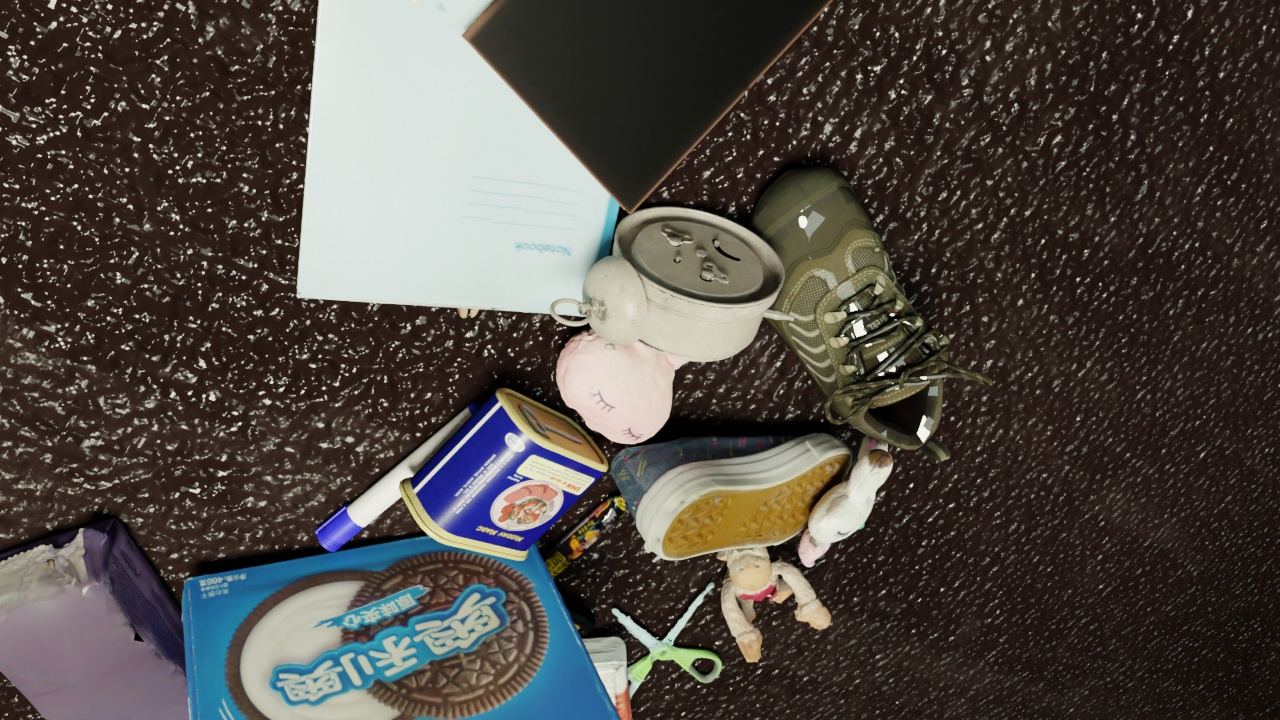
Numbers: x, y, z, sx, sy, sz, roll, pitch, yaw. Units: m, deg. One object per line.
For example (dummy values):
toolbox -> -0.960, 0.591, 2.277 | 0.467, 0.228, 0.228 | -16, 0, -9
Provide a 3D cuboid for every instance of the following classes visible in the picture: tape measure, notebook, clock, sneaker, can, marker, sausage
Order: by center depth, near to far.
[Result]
notebook -> -0.081, -0.145, 0.494 | 0.180, 0.009, 0.254 | 2, 116, -25
notebook -> 0.024, -0.201, 0.499 | 0.209, 0.008, 0.141 | -46, 129, 2
clock -> 0.013, -0.038, 0.549 | 0.156, 0.103, 0.061 | -16, 138, -35
can -> -0.087, 0.077, 0.616 | 0.092, 0.056, 0.116 | -45, 147, 8
sneaker -> 0.153, -0.009, 0.619 | 0.101, 0.143, 0.238 | -34, 129, 1
marker -> -0.162, 0.079, 0.623 | 0.141, 0.020, 0.020 | -39, 129, 6
sneaker -> 0.070, 0.090, 0.695 | 0.235, 0.079, 0.088 | -4, 123, -46
sausage -> -0.066, 0.155, 0.717 | 0.155, 0.020, 0.020 | -42, 129, 8
tape measure -> -0.076, 0.215, 0.744 | 0.061, 0.034, 0.061 | -42, 128, 10

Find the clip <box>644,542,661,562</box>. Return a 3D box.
clip -> 0.044, 0.120, 0.746 | 0.101, 0.045, 0.056 | -28, 136, -5

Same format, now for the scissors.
scissors -> 0.016, 0.266, 0.832 | 0.172, 0.023, 0.171 | -36, 127, 10

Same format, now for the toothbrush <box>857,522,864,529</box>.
toothbrush -> 0.145, 0.123, 0.791 | 0.135, 0.017, 0.022 | 23, 111, -31

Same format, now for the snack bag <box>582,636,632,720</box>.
snack bag -> -0.044, 0.335, 0.829 | 0.077, 0.041, 0.226 | -3, 127, 1

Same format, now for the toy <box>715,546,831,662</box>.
toy -> 0.105, 0.186, 0.779 | 0.085, 0.074, 0.106 | -20, 104, 0

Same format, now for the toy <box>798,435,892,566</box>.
toy -> 0.159, 0.112, 0.711 | 0.123, 0.038, 0.079 | -62, 164, 22

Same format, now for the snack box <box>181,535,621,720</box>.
snack box -> -0.157, 0.203, 0.587 | 0.238, 0.195, 0.056 | -6, 125, -26

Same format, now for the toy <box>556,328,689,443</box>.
toy -> -0.004, 0.004, 0.622 | 0.105, 0.053, 0.108 | -50, 134, -1

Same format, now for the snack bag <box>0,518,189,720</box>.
snack bag -> -0.347, 0.197, 0.598 | 0.096, 0.058, 0.206 | -20, 127, -11

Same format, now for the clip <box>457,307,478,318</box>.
clip -> -0.099, -0.057, 0.556 | 0.052, 0.026, 0.059 | -33, 121, -3
